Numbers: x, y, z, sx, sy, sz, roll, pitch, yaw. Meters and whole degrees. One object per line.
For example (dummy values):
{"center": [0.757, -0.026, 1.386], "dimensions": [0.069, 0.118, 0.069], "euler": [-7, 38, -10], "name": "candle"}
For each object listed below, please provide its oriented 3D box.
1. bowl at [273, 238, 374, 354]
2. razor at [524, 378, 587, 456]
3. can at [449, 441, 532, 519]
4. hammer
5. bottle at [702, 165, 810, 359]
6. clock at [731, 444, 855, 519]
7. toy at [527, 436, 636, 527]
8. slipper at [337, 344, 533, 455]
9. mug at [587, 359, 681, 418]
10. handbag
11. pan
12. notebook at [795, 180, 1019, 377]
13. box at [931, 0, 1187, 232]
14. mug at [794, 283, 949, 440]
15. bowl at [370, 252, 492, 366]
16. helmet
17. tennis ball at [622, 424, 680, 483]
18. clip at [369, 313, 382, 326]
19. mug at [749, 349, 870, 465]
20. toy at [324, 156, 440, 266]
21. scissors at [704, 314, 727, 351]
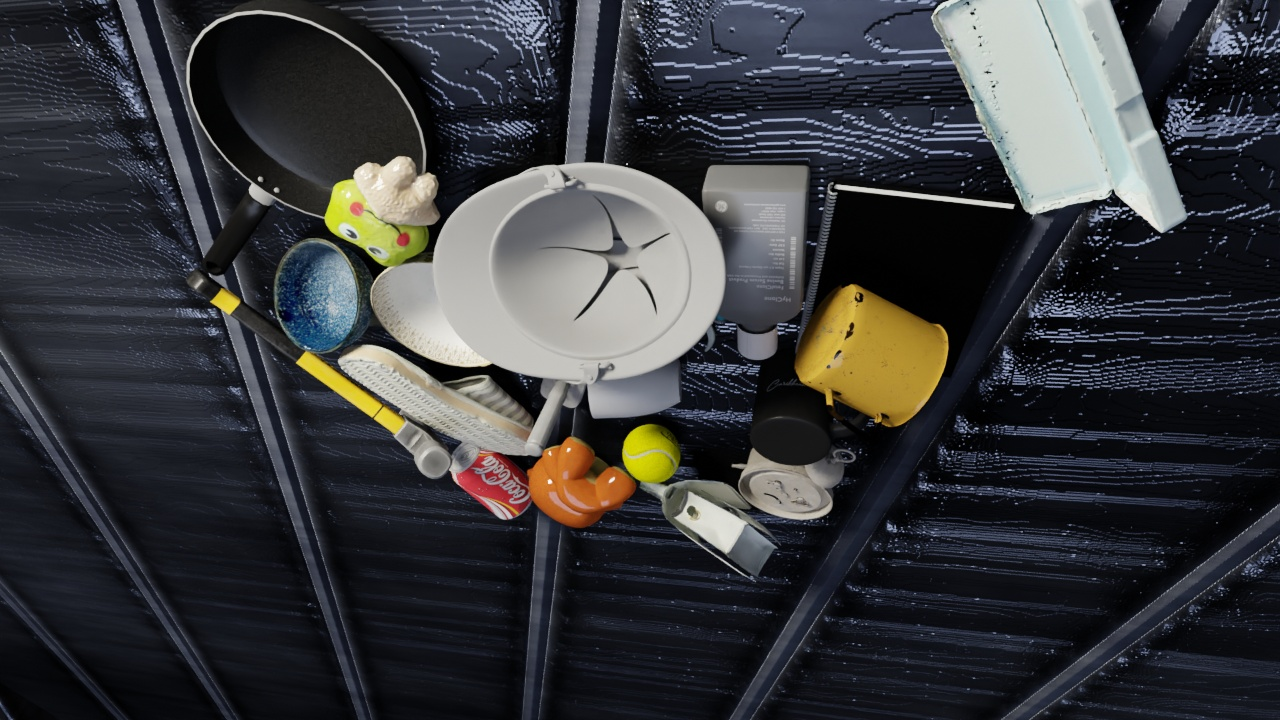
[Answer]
{"center": [-0.307, -0.065, 0.926], "dimensions": [0.114, 0.060, 0.114], "euler": [3, 96, 25], "name": "bowl"}
{"center": [-0.093, 0.051, 0.963], "dimensions": [0.047, 0.116, 0.088], "euler": [22, 140, -1], "name": "razor"}
{"center": [-0.184, 0.147, 1.141], "dimensions": [0.064, 0.064, 0.105], "euler": [-18, 130, 33], "name": "can"}
{"center": [-0.341, 0.011, 0.987], "dimensions": [0.324, 0.034, 0.170], "euler": [42, 174, -25], "name": "hammer"}
{"center": [0.100, -0.078, 0.785], "dimensions": [0.084, 0.046, 0.174], "euler": [3, 128, 11], "name": "bottle"}
{"center": [0.177, 0.119, 1.005], "dimensions": [0.103, 0.061, 0.157], "euler": [33, 144, -18], "name": "clock"}
{"center": [-0.079, 0.149, 1.086], "dimensions": [0.112, 0.096, 0.177], "euler": [37, 141, -11], "name": "toy"}
{"center": [-0.210, 0.041, 1.009], "dimensions": [0.115, 0.054, 0.272], "euler": [-10, 150, 36], "name": "slipper"}
{"center": [-0.006, 0.006, 0.933], "dimensions": [0.089, 0.071, 0.107], "euler": [-2, 110, 7], "name": "mug"}
{"center": [0.073, 0.175, 1.078], "dimensions": [0.176, 0.074, 0.151], "euler": [29, 171, 32], "name": "handbag"}
{"center": [-0.322, -0.176, 0.826], "dimensions": [0.204, 0.044, 0.357], "euler": [35, 136, -23], "name": "pan"}
{"center": [0.225, -0.065, 0.811], "dimensions": [0.149, 0.016, 0.207], "euler": [8, 140, 7], "name": "notebook"}
{"center": [0.291, -0.170, 0.629], "dimensions": [0.126, 0.074, 0.197], "euler": [-1, 140, 47], "name": "box"}
{"center": [0.193, 0.004, 0.793], "dimensions": [0.094, 0.123, 0.101], "euler": [25, 159, -12], "name": "mug"}
{"center": [-0.184, -0.064, 0.899], "dimensions": [0.145, 0.063, 0.145], "euler": [8, 140, 7], "name": "bowl"}
{"center": [-0.039, -0.083, 0.801], "dimensions": [0.272, 0.117, 0.183], "euler": [-2, 107, 26], "name": "helmet"}
{"center": [0.012, 0.105, 1.032], "dimensions": [0.065, 0.065, 0.065], "euler": [9, 140, 7], "name": "tennis ball"}
{"center": [-0.273, -0.050, 0.971], "dimensions": [0.076, 0.042, 0.023], "euler": [2, 140, 16], "name": "clip"}
{"center": [0.168, 0.046, 0.899], "dimensions": [0.114, 0.087, 0.078], "euler": [-5, 136, 22], "name": "mug"}
{"center": [-0.215, -0.129, 0.785], "dimensions": [0.092, 0.043, 0.118], "euler": [35, 134, -25], "name": "toy"}
{"center": [0.063, -0.065, 0.857], "dimensions": [0.125, 0.019, 0.156], "euler": [-18, 130, 33], "name": "scissors"}
